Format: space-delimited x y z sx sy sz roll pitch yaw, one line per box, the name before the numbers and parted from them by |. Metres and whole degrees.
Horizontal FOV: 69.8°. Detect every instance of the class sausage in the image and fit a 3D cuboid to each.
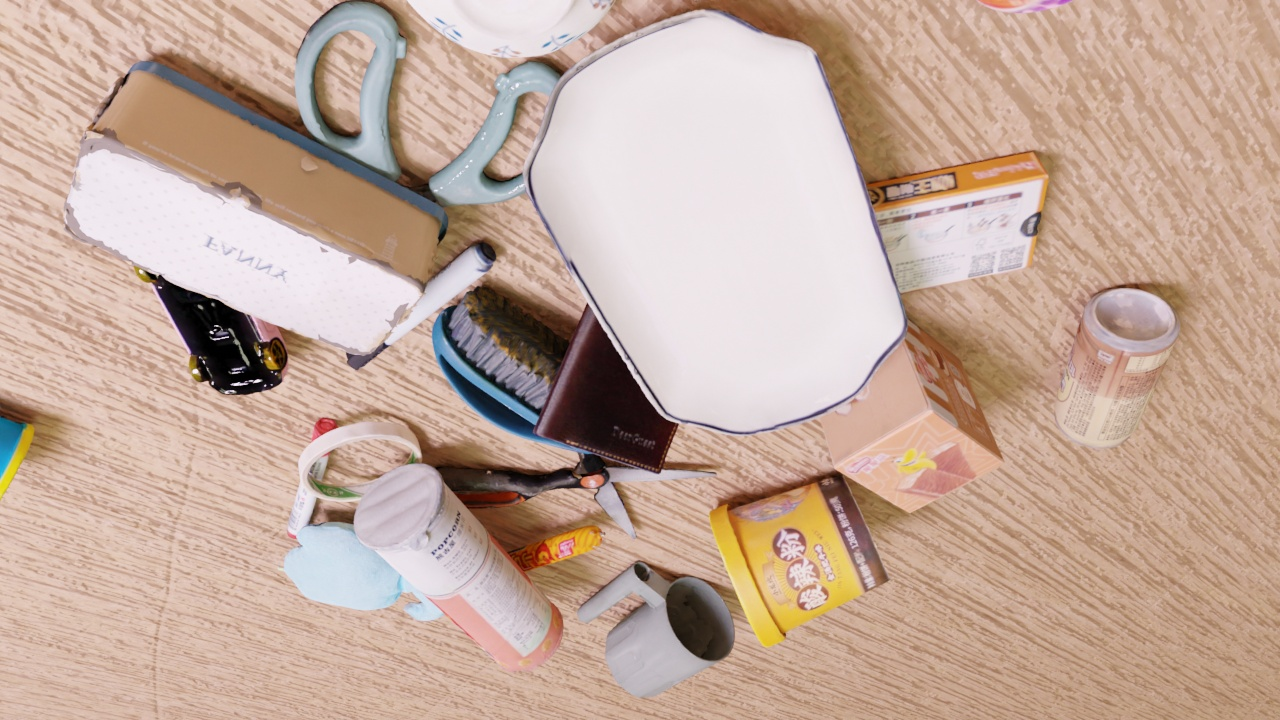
sausage | -0.094 0.168 0.783 0.165 0.021 0.021 -24 136 29

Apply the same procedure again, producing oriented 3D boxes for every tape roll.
tape roll | -0.202 0.074 0.666 0.085 0.014 0.086 -16 146 -11

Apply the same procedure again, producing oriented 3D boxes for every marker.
marker | -0.138 -0.031 0.567 0.131 0.022 0.018 -33 123 28
marker | -0.250 0.093 0.694 0.017 0.017 0.146 12 135 -21

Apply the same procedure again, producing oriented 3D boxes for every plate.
plate | 0.047 -0.064 0.510 0.162 0.034 0.266 -22 126 14

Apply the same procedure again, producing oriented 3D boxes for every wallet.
wallet | -0.003 0.003 0.570 0.096 0.020 0.122 23 90 -31

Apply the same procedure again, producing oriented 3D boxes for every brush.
brush | -0.075 0.015 0.591 0.144 0.055 0.074 37 123 -26

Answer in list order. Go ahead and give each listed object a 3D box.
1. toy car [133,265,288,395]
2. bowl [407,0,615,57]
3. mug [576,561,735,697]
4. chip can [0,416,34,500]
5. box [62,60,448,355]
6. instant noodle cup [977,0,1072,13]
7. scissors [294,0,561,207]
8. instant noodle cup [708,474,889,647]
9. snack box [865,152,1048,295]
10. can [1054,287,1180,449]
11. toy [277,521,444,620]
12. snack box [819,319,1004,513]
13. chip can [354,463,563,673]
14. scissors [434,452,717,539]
toy car | -0.250 -0.032 0.542 0.056 0.037 0.122 -10 126 1
bowl | -0.055 -0.176 0.387 0.113 0.062 0.114 -5 138 -5
mug | 0.011 0.253 0.874 0.124 0.083 0.104 40 126 -8
chip can | -0.494 0.031 0.551 0.071 0.071 0.210 -36 130 29
box | -0.188 -0.069 0.475 0.184 0.062 0.090 25 138 -28
instant noodle cup | 0.151 -0.201 0.360 0.112 0.111 0.099 -32 142 26
scissors | -0.129 -0.113 0.480 0.177 0.019 0.172 -35 132 30
instant noodle cup | 0.131 0.157 0.750 0.114 0.118 0.118 -23 136 7
snack box | 0.161 -0.075 0.555 0.154 0.026 0.075 -11 138 5
can | 0.331 0.007 0.645 0.058 0.058 0.116 -9 138 2
toy | -0.220 0.178 0.766 0.156 0.049 0.162 -10 136 1
snack box | 0.179 0.035 0.630 0.094 0.092 0.077 30 127 -35
chip can | -0.133 0.169 0.717 0.071 0.071 0.215 -18 134 12
scissors | -0.055 0.086 0.709 0.221 0.021 0.234 -11 138 5
